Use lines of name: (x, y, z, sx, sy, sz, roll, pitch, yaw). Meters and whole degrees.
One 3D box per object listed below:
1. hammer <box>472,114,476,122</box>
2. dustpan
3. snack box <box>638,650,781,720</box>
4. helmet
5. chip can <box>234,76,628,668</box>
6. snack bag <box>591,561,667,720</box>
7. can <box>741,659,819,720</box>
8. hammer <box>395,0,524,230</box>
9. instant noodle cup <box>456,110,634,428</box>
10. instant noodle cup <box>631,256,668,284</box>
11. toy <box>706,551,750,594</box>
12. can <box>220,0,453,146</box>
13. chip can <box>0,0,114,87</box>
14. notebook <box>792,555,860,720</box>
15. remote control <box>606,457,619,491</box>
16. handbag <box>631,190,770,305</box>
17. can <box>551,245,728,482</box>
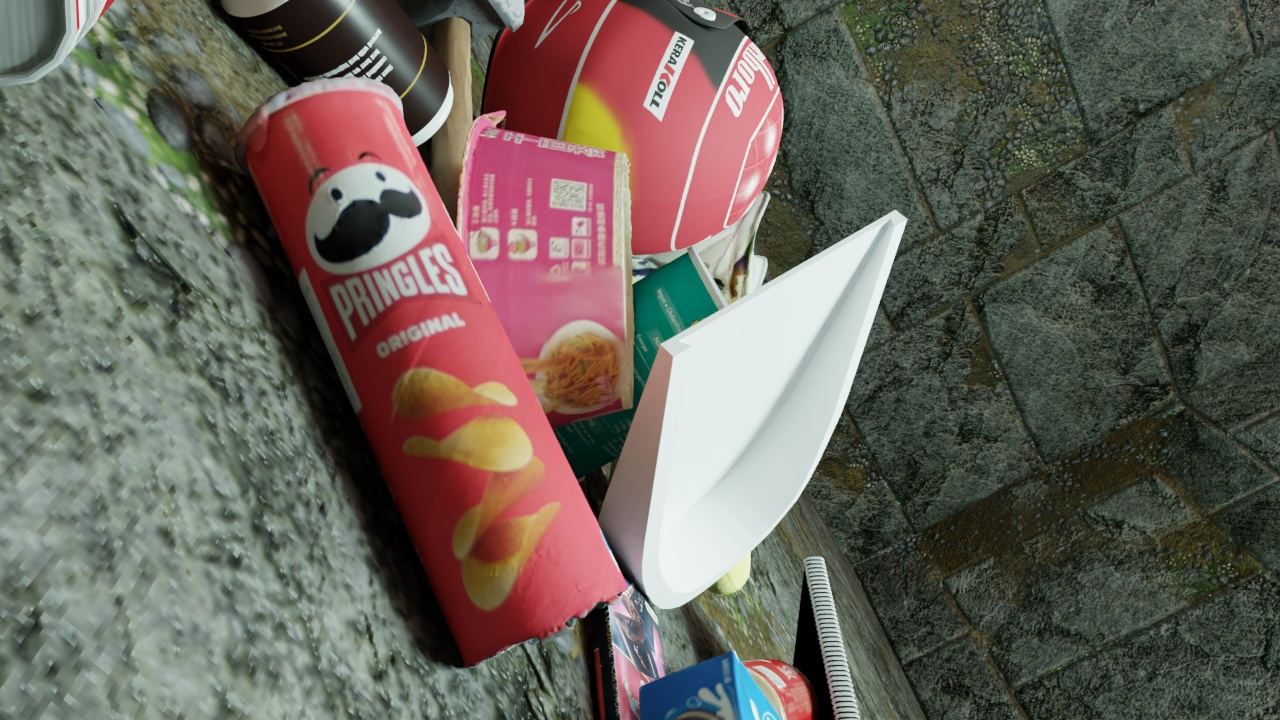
hammer: (-0.151, -0.203, 0.797, 0.117, 0.051, 0.322, 65, 11, 14)
dustpan: (0.067, 0.053, 0.557, 0.053, 0.191, 0.258, 45, -37, 21)
snack box: (0.070, 0.272, 0.377, 0.195, 0.056, 0.238, 58, 13, -24)
helmet: (0.003, -0.199, 0.748, 0.270, 0.225, 0.198, -65, 172, -49)
chip can: (-0.085, 0.003, 0.368, 0.233, 0.073, 0.073, 63, 8, 11)
snack bag: (-0.003, 0.170, 0.485, 0.074, 0.018, 0.155, 57, 10, -29)
can: (0.070, 0.222, 0.571, 0.067, 0.067, 0.170, 64, 9, 23)
hammer: (-0.118, -0.140, 0.576, 0.052, 0.098, 0.327, 47, 29, -53)
instant noodle cup: (-0.042, -0.041, 0.495, 0.178, 0.078, 0.178, 8, 81, -89)
instant noodle cup: (-0.011, -0.022, 0.748, 0.137, 0.137, 0.112, 59, -1, -11)
toy: (0.041, 0.121, 0.768, 0.170, 0.064, 0.155, 59, 2, -11)
can: (-0.165, -0.180, 0.513, 0.128, 0.072, 0.072, 48, 14, -57)
chip can: (-0.195, -0.157, 0.319, 0.052, 0.052, 0.214, 54, 10, -37)
notebook: (0.132, 0.264, 0.643, 0.206, 0.016, 0.149, -91, 179, -54)
remote control: (0.011, 0.043, 0.676, 0.049, 0.143, 0.024, 17, -11, -24)
handbag: (0.019, -0.105, 0.871, 0.141, 0.199, 0.096, -62, 156, -55)
can: (-0.004, 0.004, 0.608, 0.099, 0.144, 0.099, 58, 8, -14)
